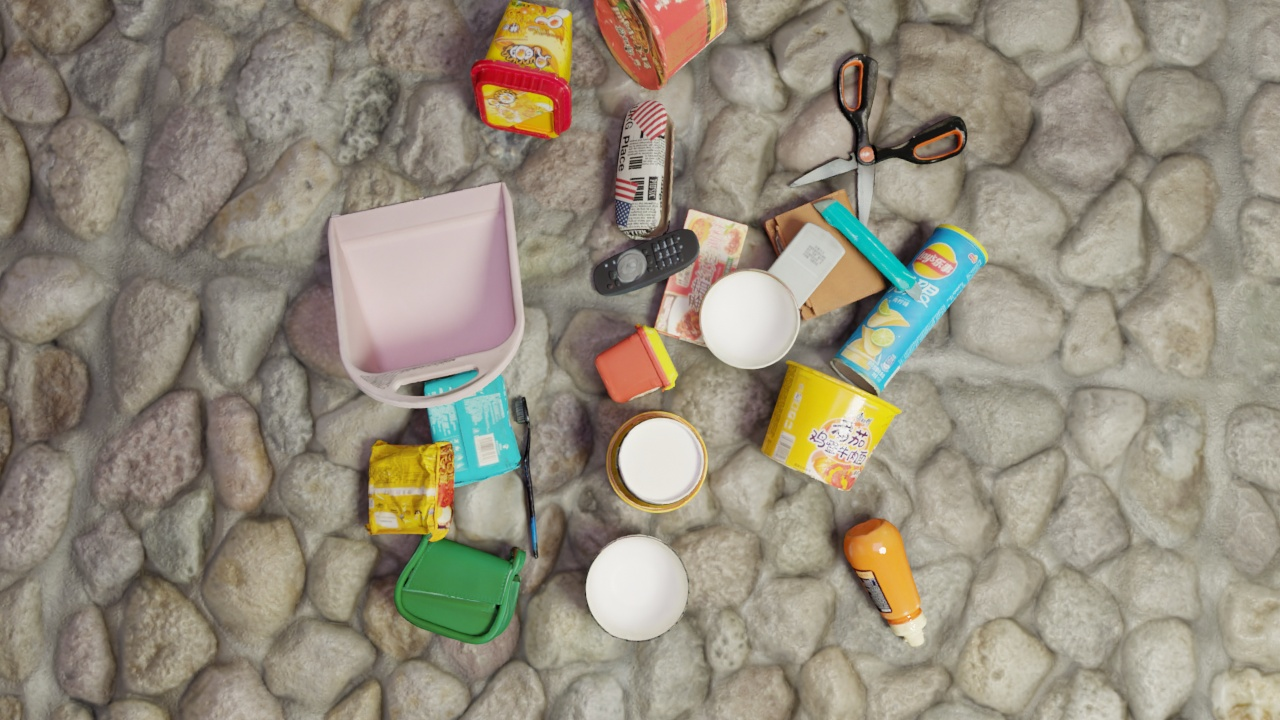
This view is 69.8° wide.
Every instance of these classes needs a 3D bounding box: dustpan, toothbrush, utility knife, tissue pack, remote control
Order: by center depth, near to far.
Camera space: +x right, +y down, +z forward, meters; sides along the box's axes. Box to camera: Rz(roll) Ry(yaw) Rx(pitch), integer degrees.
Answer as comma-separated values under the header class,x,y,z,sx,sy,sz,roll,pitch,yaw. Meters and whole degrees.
class,x,y,z,sx,sy,sz,roll,pitch,yaw
dustpan,-0.236,-0.081,1.030,0.222,0.139,0.273,-15,85,-2
tissue pack,-0.195,0.074,1.058,0.093,0.050,0.133,-12,84,-1
utility knife,0.265,-0.130,1.061,0.029,0.013,0.166,-39,74,-4
toothbrush,-0.132,0.137,1.072,0.016,0.014,0.189,-5,85,-1
remote control,0.173,-0.090,1.074,0.058,0.021,0.150,40,107,5
remote control,0.009,-0.113,1.083,0.137,0.024,0.053,-20,72,18

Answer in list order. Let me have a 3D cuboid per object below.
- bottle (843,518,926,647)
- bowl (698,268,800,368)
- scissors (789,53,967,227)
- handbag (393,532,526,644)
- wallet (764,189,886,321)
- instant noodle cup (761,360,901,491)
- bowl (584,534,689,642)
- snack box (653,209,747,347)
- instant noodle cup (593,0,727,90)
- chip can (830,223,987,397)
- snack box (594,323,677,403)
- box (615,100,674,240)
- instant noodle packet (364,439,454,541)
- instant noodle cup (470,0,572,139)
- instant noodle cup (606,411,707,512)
class,x,y,z,sx,sy,sz,roll,pitch,yaw
bottle,0.287,0.258,1.049,0.066,0.067,0.149,-24,92,-4
bowl,0.128,-0.052,1.049,0.113,0.062,0.113,3,103,15
scissors,0.286,-0.268,1.120,0.233,0.022,0.221,-14,86,-1
handbag,-0.202,0.253,1.036,0.131,0.068,0.120,19,76,2
wallet,0.220,-0.125,1.097,0.108,0.031,0.132,-23,87,1
instant noodle cup,0.207,0.076,1.032,0.138,0.138,0.110,23,92,1
bowl,-0.005,0.253,1.036,0.116,0.066,0.116,0,84,-3
snack box,0.071,-0.097,1.095,0.075,0.025,0.152,17,84,0
instant noodle cup,0.028,-0.405,1.080,0.108,0.138,0.138,-37,86,-14
chip can,0.313,-0.059,1.075,0.071,0.071,0.210,40,85,3
snack box,-0.006,0.006,1.052,0.080,0.091,0.082,-25,85,3
box,0.001,-0.226,1.080,0.075,0.082,0.163,5,86,6
instant noodle packet,-0.260,0.143,1.028,0.129,0.044,0.110,-4,79,37
instant noodle cup,-0.130,-0.345,1.080,0.116,0.116,0.123,11,72,0
instant noodle cup,0.020,0.113,1.028,0.118,0.114,0.118,0,84,-1
